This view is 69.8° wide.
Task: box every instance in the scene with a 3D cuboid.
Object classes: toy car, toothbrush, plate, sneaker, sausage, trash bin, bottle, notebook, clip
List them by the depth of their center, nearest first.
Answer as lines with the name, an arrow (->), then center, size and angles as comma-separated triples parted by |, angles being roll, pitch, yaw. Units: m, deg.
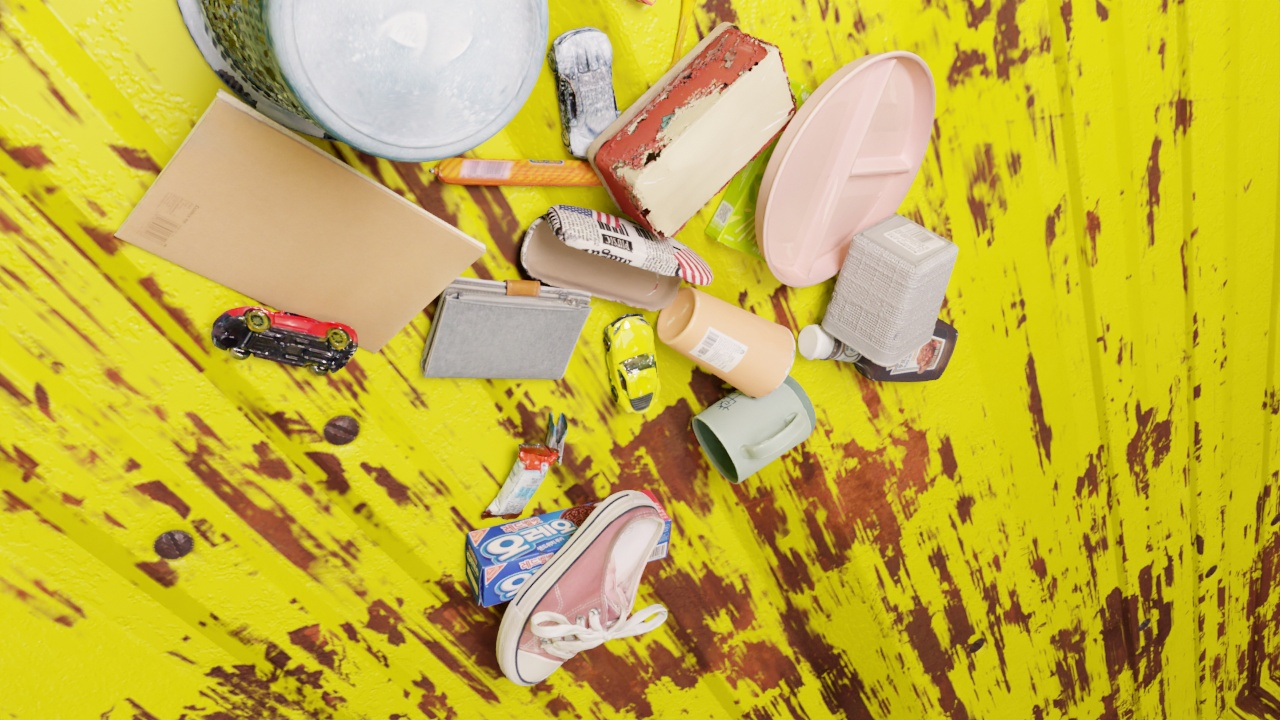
trash bin -> -0.156, -0.220, 0.556 | 0.226, 0.195, 0.227 | -14, 123, -22
notebook -> -0.242, -0.086, 0.668 | 0.150, 0.012, 0.211 | -37, 134, 28
toy car -> -0.275, -0.018, 0.710 | 0.106, 0.031, 0.049 | 12, 140, -36
toy car -> -0.041, -0.209, 0.730 | 0.049, 0.031, 0.106 | -20, 126, -17
toothbrush -> 0.044, -0.299, 0.731 | 0.016, 0.018, 0.192 | -3, 121, -30
sausage -> -0.089, -0.152, 0.743 | 0.165, 0.021, 0.021 | -4, 120, -27
plate -> 0.186, -0.173, 0.840 | 0.229, 0.028, 0.230 | -31, 143, -27
toy car -> -0.005, 0.005, 0.878 | 0.048, 0.032, 0.105 | -20, 124, -17
sneaker -> -0.052, 0.237, 0.879 | 0.118, 0.088, 0.241 | 24, 110, -40
clip -> -0.081, 0.078, 0.884 | 0.035, 0.025, 0.058 | 0, 123, -22
bottle -> 0.259, -0.016, 1.003 | 0.194, 0.044, 0.080 | 3, 115, -29

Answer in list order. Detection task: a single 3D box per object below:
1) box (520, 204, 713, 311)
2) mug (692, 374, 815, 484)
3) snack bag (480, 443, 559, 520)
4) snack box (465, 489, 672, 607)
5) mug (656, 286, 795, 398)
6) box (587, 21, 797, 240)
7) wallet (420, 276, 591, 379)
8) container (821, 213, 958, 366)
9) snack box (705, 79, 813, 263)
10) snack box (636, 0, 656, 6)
box -> -0.016, -0.084, 0.784 | 0.162, 0.087, 0.076 | 15, 95, -31
mug -> 0.124, 0.067, 0.935 | 0.106, 0.112, 0.082 | -30, 105, -13
snack bag -> -0.116, 0.121, 0.883 | 0.045, 0.026, 0.105 | 4, 130, -40
snack box -> -0.072, 0.189, 0.933 | 0.207, 0.058, 0.057 | -10, 125, -24
mug -> 0.080, -0.020, 0.884 | 0.122, 0.078, 0.078 | 24, 104, -32
box -> 0.049, -0.184, 0.745 | 0.168, 0.078, 0.091 | -45, 143, -7
wallet -> -0.115, -0.028, 0.790 | 0.129, 0.037, 0.107 | 2, 132, -29
container -> 0.248, -0.073, 0.911 | 0.090, 0.090, 0.114 | -28, 141, -35
snack box -> 0.132, -0.170, 0.852 | 0.085, 0.026, 0.156 | 19, 107, -36
snack box -> -0.029, -0.333, 0.666 | 0.152, 0.025, 0.075 | 25, 103, -37
